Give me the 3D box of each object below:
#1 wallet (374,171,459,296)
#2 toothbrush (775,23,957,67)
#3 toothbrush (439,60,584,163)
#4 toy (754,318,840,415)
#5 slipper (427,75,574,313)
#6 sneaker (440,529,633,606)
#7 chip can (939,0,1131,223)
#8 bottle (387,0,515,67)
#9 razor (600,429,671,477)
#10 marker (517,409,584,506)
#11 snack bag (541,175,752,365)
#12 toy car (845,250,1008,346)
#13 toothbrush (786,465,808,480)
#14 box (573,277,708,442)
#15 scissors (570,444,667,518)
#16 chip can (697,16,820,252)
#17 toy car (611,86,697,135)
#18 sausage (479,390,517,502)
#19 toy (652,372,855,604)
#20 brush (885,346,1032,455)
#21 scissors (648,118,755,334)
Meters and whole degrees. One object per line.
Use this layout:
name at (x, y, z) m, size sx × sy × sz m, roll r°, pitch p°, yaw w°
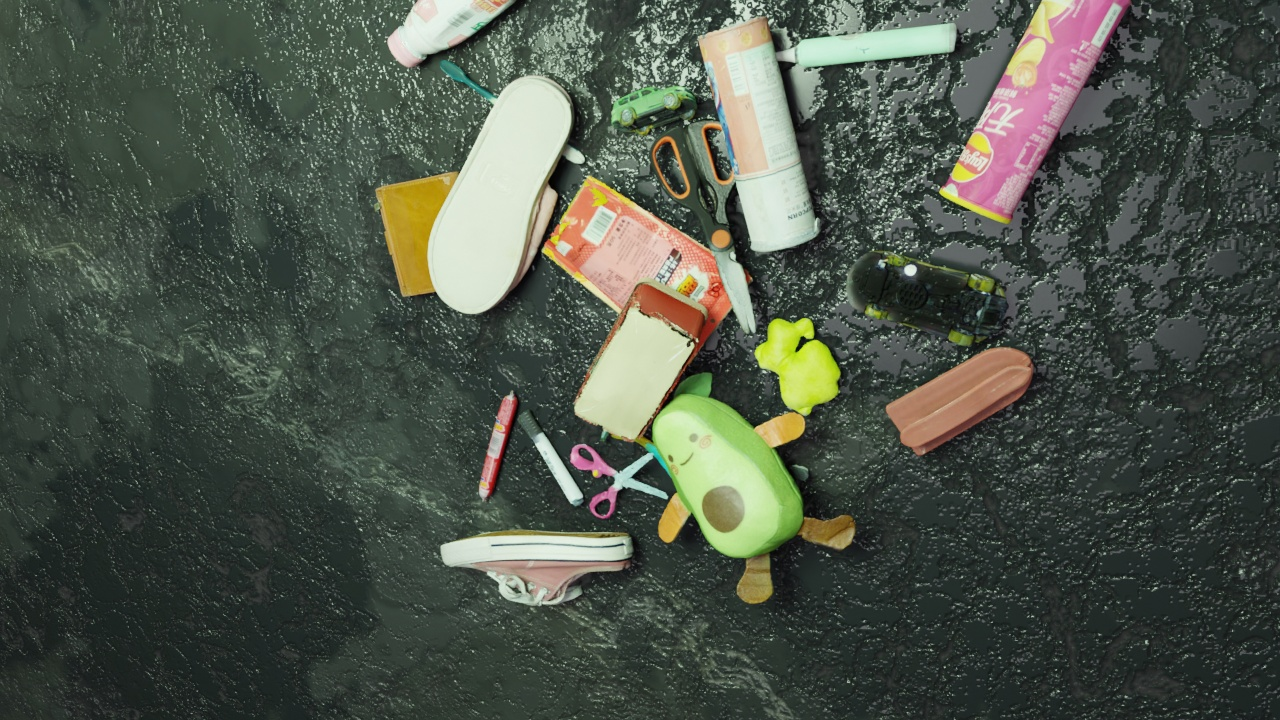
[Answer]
wallet at (-0.250, -0.143, 1.057) m, size 0.119 × 0.035 × 0.131 m, roll -7°, pitch 104°, yaw 16°
toothbrush at (0.188, -0.301, 0.888) m, size 0.225 × 0.026 × 0.027 m, roll -1°, pitch 124°, yaw 17°
toothbrush at (-0.138, -0.271, 1.000) m, size 0.191 × 0.018 × 0.016 m, roll 35°, pitch 112°, yaw 2°
toy at (0.171, 0.005, 0.979) m, size 0.100 × 0.031 × 0.097 m, roll 28°, pitch 109°, yaw 8°
slipper at (-0.151, -0.177, 1.002) m, size 0.114 × 0.054 × 0.275 m, roll 24°, pitch 110°, yaw -4°
sneaker at (-0.126, 0.251, 1.102) m, size 0.241 × 0.118 × 0.088 m, roll -2°, pitch 85°, yaw 11°
chip can at (0.355, -0.235, 0.834) m, size 0.071 × 0.071 × 0.211 m, roll 26°, pitch 111°, yaw 8°
bottle at (-0.182, -0.377, 0.956) m, size 0.197 × 0.068 × 0.068 m, roll -28°, pitch 96°, yaw 26°
razor at (0.014, 0.111, 1.057) m, size 0.132 × 0.028 × 0.043 m, roll 37°, pitch 133°, yaw 7°
marker at (-0.108, 0.118, 1.102) m, size 0.023 × 0.018 × 0.131 m, roll -24°, pitch 98°, yaw 47°
snack bag at (0.003, -0.098, 0.985) m, size 0.208 × 0.073 × 0.129 m, roll 34°, pitch 119°, yaw -4°
toy car at (0.285, -0.066, 0.919) m, size 0.158 × 0.042 × 0.070 m, roll 18°, pitch 110°, yaw 9°
toothbrush at (0.102, 0.107, 1.039) m, size 0.181 × 0.018 × 0.016 m, roll 12°, pitch 108°, yaw 15°
box at (-0.005, 0.006, 0.977) m, size 0.091 × 0.079 × 0.169 m, roll 27°, pitch 128°, yaw -5°
scissors at (-0.027, 0.146, 1.074) m, size 0.133 × 0.017 × 0.125 m, roll 18°, pitch 116°, yaw 26°
chip can at (0.116, -0.219, 0.895) m, size 0.071 × 0.071 × 0.215 m, roll -11°, pitch 109°, yaw 19°
toy car at (0.014, -0.259, 0.941) m, size 0.091 × 0.043 × 0.036 m, roll -8°, pitch 81°, yaw 26°
sausage at (-0.175, 0.106, 1.117) m, size 0.020 × 0.020 × 0.156 m, roll 22°, pitch 110°, yaw 9°
toy at (0.100, 0.135, 0.986) m, size 0.227 × 0.089 × 0.246 m, roll -43°, pitch 81°, yaw 23°
brush at (0.326, 0.038, 0.923) m, size 0.146 × 0.069 × 0.063 m, roll -35°, pitch 95°, yaw 22°
scissors at (0.065, -0.133, 0.948) m, size 0.137 × 0.021 × 0.235 m, roll 3°, pitch 90°, yaw 6°
